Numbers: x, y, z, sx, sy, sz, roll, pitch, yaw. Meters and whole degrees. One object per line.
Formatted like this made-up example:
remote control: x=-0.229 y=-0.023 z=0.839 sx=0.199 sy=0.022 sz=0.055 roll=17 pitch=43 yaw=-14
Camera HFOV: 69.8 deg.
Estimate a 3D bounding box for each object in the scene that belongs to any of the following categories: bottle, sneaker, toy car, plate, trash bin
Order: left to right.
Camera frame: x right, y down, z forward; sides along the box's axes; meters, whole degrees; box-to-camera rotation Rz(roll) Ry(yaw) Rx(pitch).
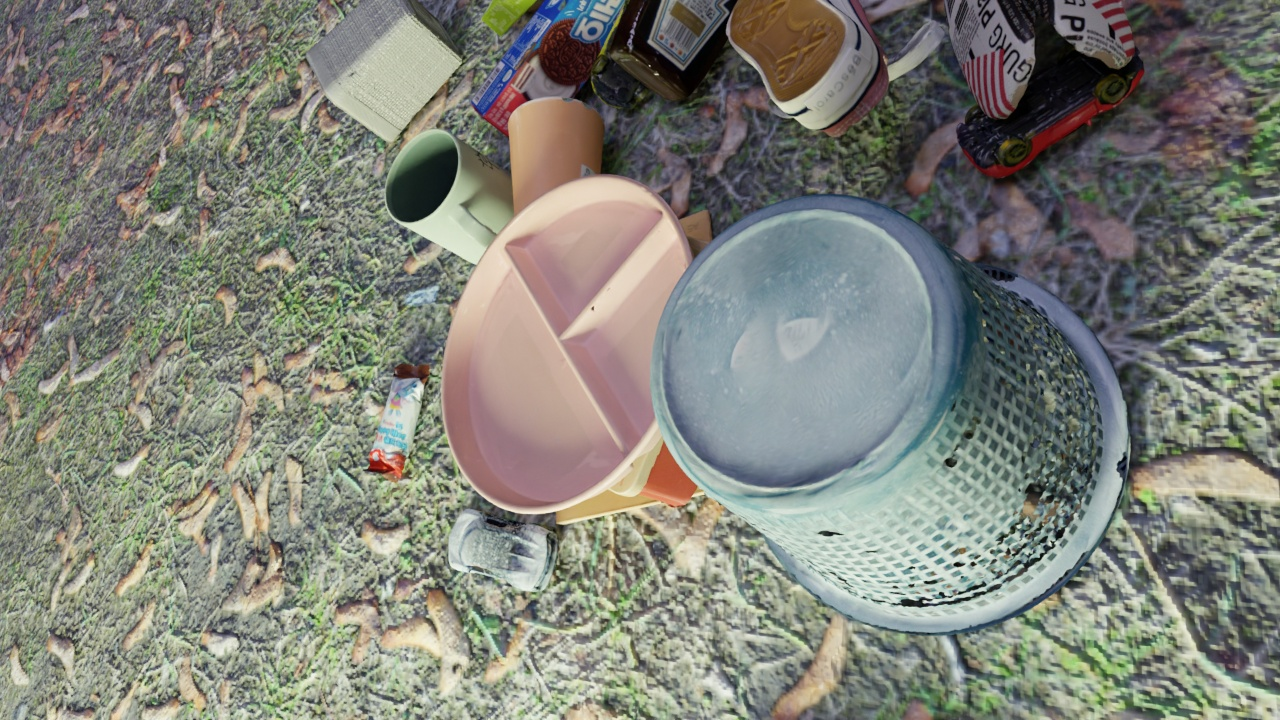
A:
toy car: x=-0.107 y=0.140 z=0.685 sx=0.106 sy=0.031 sz=0.049 roll=5 pitch=76 yaw=36
plate: x=-0.050 y=-0.012 z=0.606 sx=0.230 sy=0.028 sz=0.229 roll=-16 pitch=65 yaw=37
toy car: x=-0.006 y=-0.255 z=0.746 sx=0.105 sy=0.048 sz=0.032 roll=-64 pitch=25 yaw=-1
bottle: x=0.052 y=-0.300 z=0.700 sx=0.195 sy=0.080 sz=0.044 roll=-61 pitch=30 yaw=0
sneaker: x=0.124 y=-0.211 z=0.617 sx=0.118 sy=0.088 sz=0.240 roll=-44 pitch=30 yaw=27
trash bin: x=0.114 y=0.021 z=0.474 sx=0.227 sy=0.195 sz=0.226 roll=-12 pitch=68 yaw=31
toy car: x=0.244 y=-0.150 z=0.545 sx=0.106 sy=0.031 sz=0.049 roll=-35 pitch=44 yaw=15

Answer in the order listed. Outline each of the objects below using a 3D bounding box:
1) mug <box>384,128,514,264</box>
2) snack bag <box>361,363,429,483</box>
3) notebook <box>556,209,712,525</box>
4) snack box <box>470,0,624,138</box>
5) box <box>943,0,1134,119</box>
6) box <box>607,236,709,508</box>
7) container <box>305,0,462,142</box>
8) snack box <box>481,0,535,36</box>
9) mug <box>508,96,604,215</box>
mug: x=-0.135 y=-0.120 z=0.747 sx=0.082 sy=0.106 sz=0.111 roll=-48 pitch=54 yaw=9
snack bag: x=-0.207 y=0.052 z=0.787 sx=0.045 sy=0.026 sz=0.105 roll=2 pitch=73 yaw=38
notebook: x=-0.004 y=0.004 z=0.676 sx=0.150 sy=0.012 sz=0.211 roll=-17 pitch=65 yaw=27
snack box: x=-0.058 y=-0.278 z=0.772 sx=0.208 sy=0.058 sz=0.057 roll=-51 pitch=33 yaw=9
box: x=0.228 y=-0.212 z=0.556 sx=0.087 sy=0.075 sz=0.162 roll=-49 pitch=32 yaw=46
box: x=0.020 y=0.006 z=0.612 sx=0.091 sy=0.078 sz=0.168 roll=23 pitch=90 yaw=43
container: x=-0.247 y=-0.295 z=0.898 sx=0.114 sy=0.090 sz=0.090 roll=-40 pitch=56 yaw=13
snack box: x=-0.078 y=-0.353 z=0.795 sx=0.157 sy=0.026 sz=0.085 roll=-21 pitch=41 yaw=49
mug: x=-0.066 y=-0.133 z=0.720 sx=0.078 sy=0.078 sz=0.122 roll=-16 pitch=64 yaw=29
